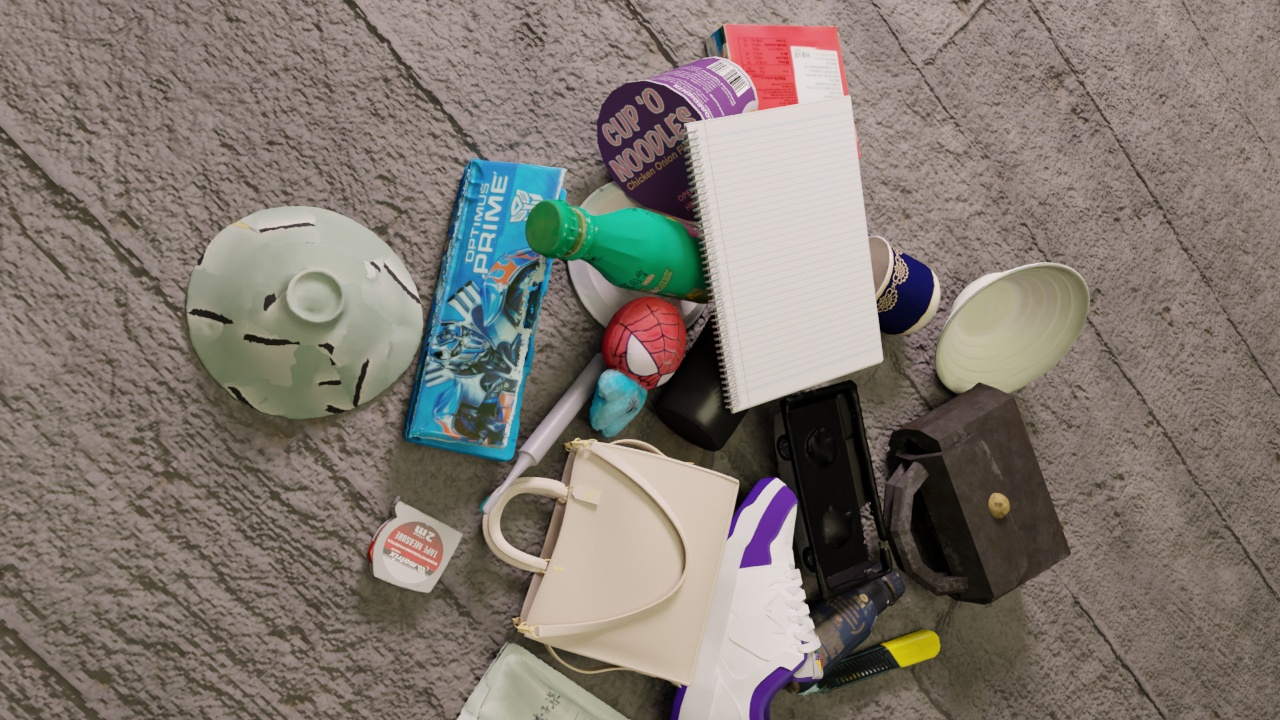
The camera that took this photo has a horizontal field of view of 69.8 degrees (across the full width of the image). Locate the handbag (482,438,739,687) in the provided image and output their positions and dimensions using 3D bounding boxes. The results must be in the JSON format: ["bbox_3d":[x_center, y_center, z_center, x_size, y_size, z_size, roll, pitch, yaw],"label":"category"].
[{"bbox_3d":[-0.037,0.159,0.771,0.197,0.101,0.194,19,75,-11],"label":"handbag"}]

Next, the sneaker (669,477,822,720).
[{"bbox_3d":[0.114,0.227,0.805,0.111,0.092,0.244,16,77,18],"label":"sneaker"}]

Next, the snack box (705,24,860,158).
[{"bbox_3d":[0.147,-0.266,0.937,0.142,0.040,0.145,-9,88,-27],"label":"snack box"}]

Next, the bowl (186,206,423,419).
[{"bbox_3d":[-0.248,-0.043,0.696,0.174,0.068,0.174,4,81,-24],"label":"bowl"}]

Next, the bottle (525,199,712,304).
[{"bbox_3d":[-0.004,-0.093,0.768,0.209,0.068,0.068,7,80,-48],"label":"bottle"}]

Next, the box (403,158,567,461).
[{"bbox_3d":[-0.119,-0.046,0.750,0.091,0.085,0.243,15,77,-23],"label":"box"}]

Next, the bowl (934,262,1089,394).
[{"bbox_3d":[0.390,-0.044,0.997,0.176,0.057,0.177,-9,130,-11],"label":"bowl"}]

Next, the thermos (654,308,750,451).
[{"bbox_3d":[0.101,-0.024,0.854,0.106,0.106,0.218,40,73,-17],"label":"thermos"}]

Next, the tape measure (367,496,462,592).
[{"bbox_3d":[-0.182,0.149,0.730,0.060,0.020,0.062,32,71,-20],"label":"tape measure"}]

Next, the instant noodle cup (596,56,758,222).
[{"bbox_3d":[0.049,-0.211,0.840,0.137,0.122,0.121,52,49,-10],"label":"instant noodle cup"}]

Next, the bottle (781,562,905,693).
[{"bbox_3d":[0.189,0.253,0.883,0.160,0.056,0.056,-30,97,-26],"label":"bottle"}]

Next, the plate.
[{"bbox_3d":[0.006,-0.095,0.859,0.156,0.014,0.157,4,81,-27],"label":"plate"}]

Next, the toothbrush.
[{"bbox_3d":[-0.077,0.059,0.770,0.187,0.019,0.018,-53,128,-37],"label":"toothbrush"}]

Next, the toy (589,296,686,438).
[{"bbox_3d":[-0.005,0.005,0.795,0.092,0.062,0.132,39,71,-52],"label":"toy"}]

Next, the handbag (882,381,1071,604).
[{"bbox_3d":[0.330,0.149,0.941,0.199,0.102,0.197,-24,94,-27],"label":"handbag"}]

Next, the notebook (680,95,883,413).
[{"bbox_3d":[0.130,-0.094,0.800,0.177,0.013,0.246,-17,104,-26],"label":"notebook"}]

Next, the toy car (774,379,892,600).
[{"bbox_3d":[0.172,0.122,0.883,0.094,0.071,0.191,-13,90,-29],"label":"toy car"}]

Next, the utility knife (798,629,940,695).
[{"bbox_3d":[0.225,0.303,0.916,0.187,0.020,0.028,-6,85,-28],"label":"utility knife"}]

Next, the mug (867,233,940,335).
[{"bbox_3d":[0.257,-0.081,0.952,0.089,0.086,0.111,22,48,-25],"label":"mug"}]

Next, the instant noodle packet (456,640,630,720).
[{"bbox_3d":[-0.042,0.364,0.765,0.269,0.057,0.146,36,67,-13],"label":"instant noodle packet"}]
